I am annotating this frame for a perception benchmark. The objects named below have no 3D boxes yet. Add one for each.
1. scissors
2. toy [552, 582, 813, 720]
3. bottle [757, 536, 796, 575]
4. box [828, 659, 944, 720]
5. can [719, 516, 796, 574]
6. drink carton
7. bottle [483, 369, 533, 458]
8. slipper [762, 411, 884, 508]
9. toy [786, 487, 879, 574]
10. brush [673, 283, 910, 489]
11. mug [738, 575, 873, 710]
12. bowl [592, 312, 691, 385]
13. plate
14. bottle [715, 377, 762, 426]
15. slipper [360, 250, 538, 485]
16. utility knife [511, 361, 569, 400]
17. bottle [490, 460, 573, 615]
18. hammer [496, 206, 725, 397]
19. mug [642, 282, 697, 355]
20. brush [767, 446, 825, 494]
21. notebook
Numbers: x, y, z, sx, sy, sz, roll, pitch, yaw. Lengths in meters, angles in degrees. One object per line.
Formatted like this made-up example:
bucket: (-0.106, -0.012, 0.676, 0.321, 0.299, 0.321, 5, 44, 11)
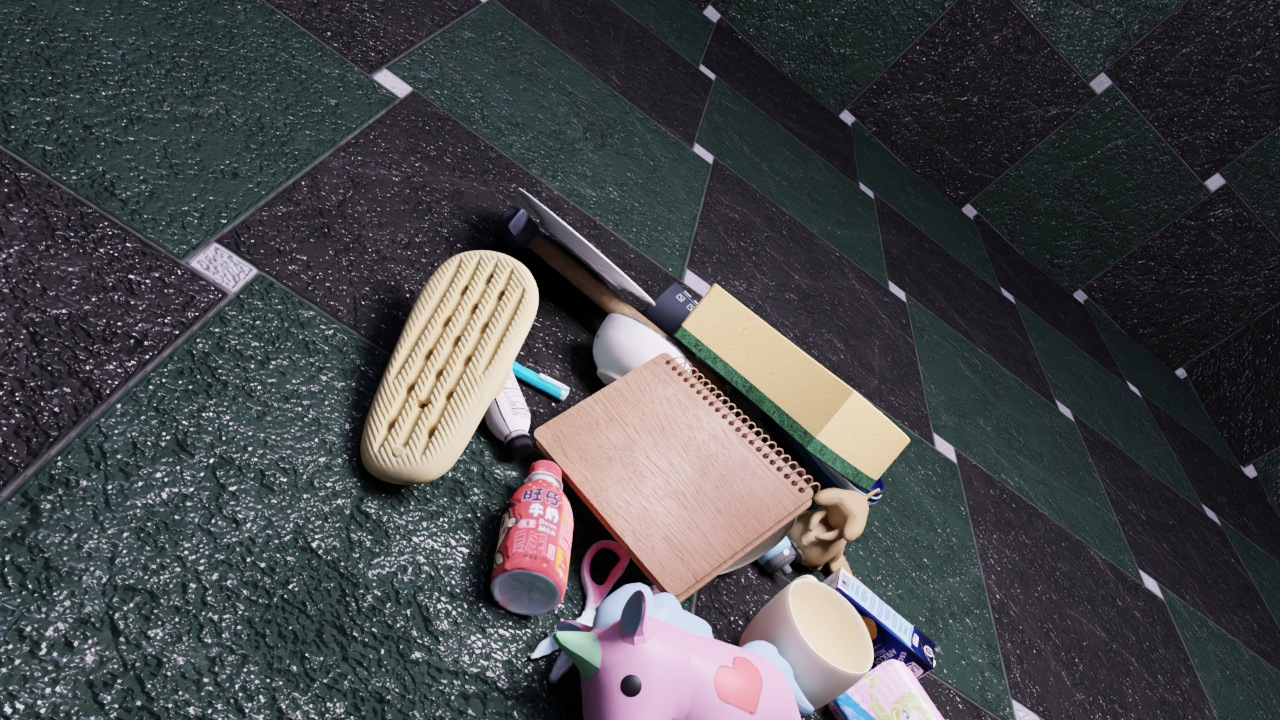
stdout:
scissors: (-0.027, 0.226, 0.770, 0.105, 0.016, 0.178, 42, 30, 0)
toy: (0.042, 0.251, 0.711, 0.221, 0.120, 0.171, -4, 68, -40)
bottle: (0.122, 0.172, 0.980, 0.040, 0.040, 0.130, -2, 51, -49)
box: (0.270, 0.405, 0.860, 0.086, 0.106, 0.230, -28, 64, -11)
can: (0.076, 0.143, 0.881, 0.127, 0.128, 0.073, 12, 39, -40)
drink carton: (0.234, 0.280, 0.946, 0.130, 0.064, 0.040, 39, 33, -2)
bottle: (-0.130, 0.040, 0.864, 0.041, 0.041, 0.116, 8, 43, -43)
slipper: (0.233, 0.073, 1.174, 0.105, 0.095, 0.252, 3, 44, -47)
toy: (0.205, 0.184, 1.005, 0.105, 0.108, 0.134, -20, 64, -38)
brush: (0.172, 0.031, 1.040, 0.250, 0.075, 0.195, 42, 6, 36)
mug: (0.139, 0.256, 0.832, 0.096, 0.100, 0.120, 27, 31, -19)
bowl: (-0.006, 0.006, 1.005, 0.113, 0.063, 0.113, 33, -14, 9)
plate: (-0.067, -0.127, 1.076, 0.208, 0.015, 0.208, 40, 1, -1)
bottle: (0.099, 0.043, 1.124, 0.110, 0.036, 0.036, 31, 32, -17)
slipper: (-0.161, 0.011, 0.816, 0.111, 0.079, 0.260, 7, 50, 12)
utility knife: (-0.127, 0.008, 0.937, 0.124, 0.015, 0.022, 28, 20, -17)
bottle: (-0.087, 0.140, 0.766, 0.062, 0.062, 0.137, 30, 31, -19)
hammer: (-0.031, -0.064, 1.049, 0.322, 0.040, 0.129, 39, -3, -4)
mug: (0.050, -0.045, 1.162, 0.077, 0.071, 0.105, 44, 4, 5)
brush: (0.214, 0.150, 1.141, 0.151, 0.012, 0.038, 32, 31, -14)
notebook: (0.030, 0.093, 0.827, 0.168, 0.022, 0.210, -32, 55, -21)
